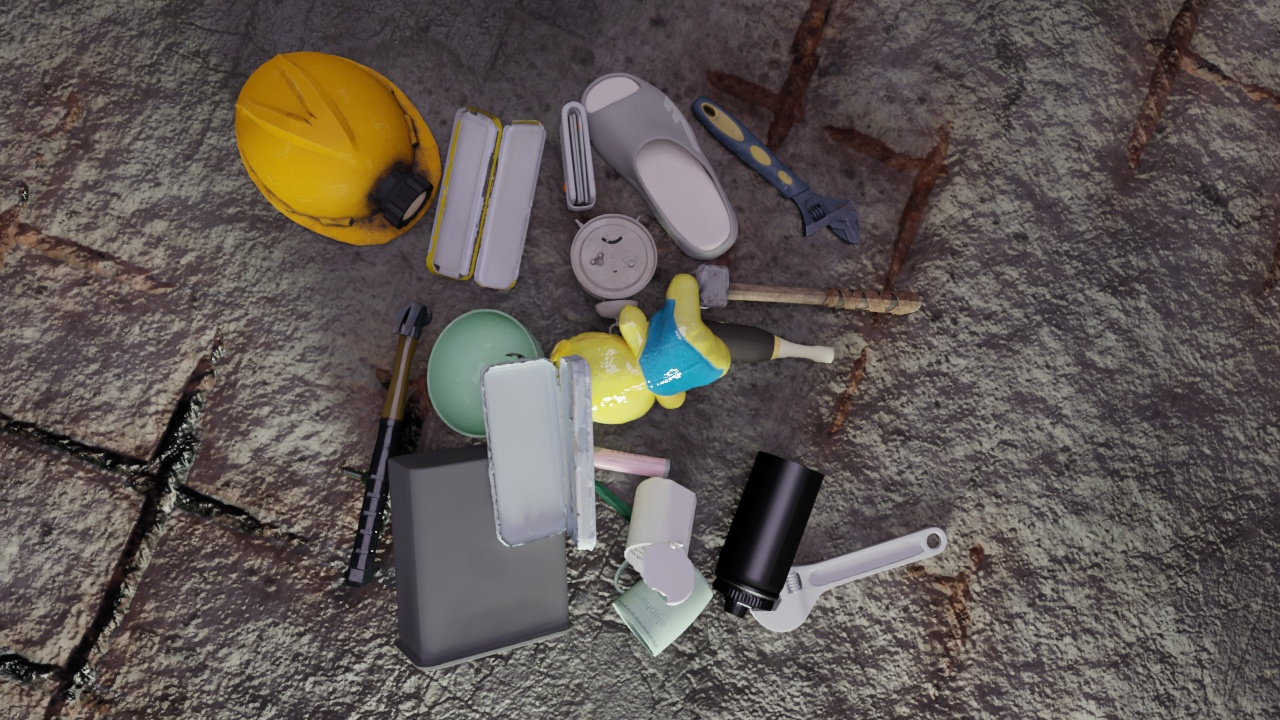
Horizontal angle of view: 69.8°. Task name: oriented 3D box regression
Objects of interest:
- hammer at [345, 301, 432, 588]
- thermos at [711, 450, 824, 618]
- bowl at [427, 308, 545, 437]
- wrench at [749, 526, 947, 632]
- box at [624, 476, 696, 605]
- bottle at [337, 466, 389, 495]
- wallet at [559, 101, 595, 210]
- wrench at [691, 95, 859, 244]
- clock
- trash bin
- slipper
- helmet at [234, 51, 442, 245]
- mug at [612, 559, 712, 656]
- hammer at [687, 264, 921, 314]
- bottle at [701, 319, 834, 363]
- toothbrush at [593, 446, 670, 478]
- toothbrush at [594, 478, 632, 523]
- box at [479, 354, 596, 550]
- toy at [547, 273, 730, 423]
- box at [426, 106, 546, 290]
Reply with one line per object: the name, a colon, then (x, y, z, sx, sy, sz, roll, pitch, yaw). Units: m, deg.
hammer: (-0.292, 0.094, 1.058, 0.025, 0.118, 0.333, 11, 87, -4)
thermos: (0.151, 0.219, 1.125, 0.086, 0.086, 0.198, 22, 85, -6)
bowl: (-0.170, 0.018, 1.088, 0.151, 0.077, 0.151, -2, 84, 23)
wrench: (0.269, 0.276, 1.178, 0.273, 0.018, 0.086, -15, 92, -7)
box: (0.021, 0.216, 1.078, 0.083, 0.093, 0.165, 34, 48, -24)
bottle: (-0.314, 0.147, 1.109, 0.106, 0.025, 0.025, 18, 88, -6)
wallet: (-0.075, -0.241, 1.089, 0.037, 0.115, 0.118, -6, 91, -7)
wrench: (0.173, -0.238, 1.163, 0.273, 0.022, 0.073, 41, 86, -5)
clock: (-0.033, -0.101, 1.123, 0.103, 0.061, 0.156, -4, 83, -7)
trash bin: (-0.182, 0.213, 1.047, 0.191, 0.098, 0.220, -6, 97, -33)
slipper: (0.029, -0.242, 1.118, 0.113, 0.080, 0.266, -34, 94, -2)
helmet: (-0.360, -0.257, 1.051, 0.255, 0.131, 0.205, 38, 87, -4)
mug: (0.021, 0.285, 1.125, 0.104, 0.084, 0.111, -38, 66, -15)
hammer: (0.197, -0.080, 1.136, 0.318, 0.121, 0.049, 3, 90, -14)
bottle: (0.152, -0.018, 1.149, 0.184, 0.045, 0.045, 8, 89, -6)
toothbrush: (-0.073, 0.117, 1.134, 0.222, 0.027, 0.026, 10, 106, -6)
toothbrush: (-0.048, 0.161, 1.127, 0.190, 0.017, 0.016, 43, 102, -14)
box: (-0.118, 0.102, 0.989, 0.127, 0.106, 0.215, -2, 94, -9)
toy: (-0.006, 0.006, 1.060, 0.214, 0.083, 0.149, -22, 122, 17)
box: (-0.186, -0.195, 1.110, 0.117, 0.057, 0.210, 11, 88, -8)
